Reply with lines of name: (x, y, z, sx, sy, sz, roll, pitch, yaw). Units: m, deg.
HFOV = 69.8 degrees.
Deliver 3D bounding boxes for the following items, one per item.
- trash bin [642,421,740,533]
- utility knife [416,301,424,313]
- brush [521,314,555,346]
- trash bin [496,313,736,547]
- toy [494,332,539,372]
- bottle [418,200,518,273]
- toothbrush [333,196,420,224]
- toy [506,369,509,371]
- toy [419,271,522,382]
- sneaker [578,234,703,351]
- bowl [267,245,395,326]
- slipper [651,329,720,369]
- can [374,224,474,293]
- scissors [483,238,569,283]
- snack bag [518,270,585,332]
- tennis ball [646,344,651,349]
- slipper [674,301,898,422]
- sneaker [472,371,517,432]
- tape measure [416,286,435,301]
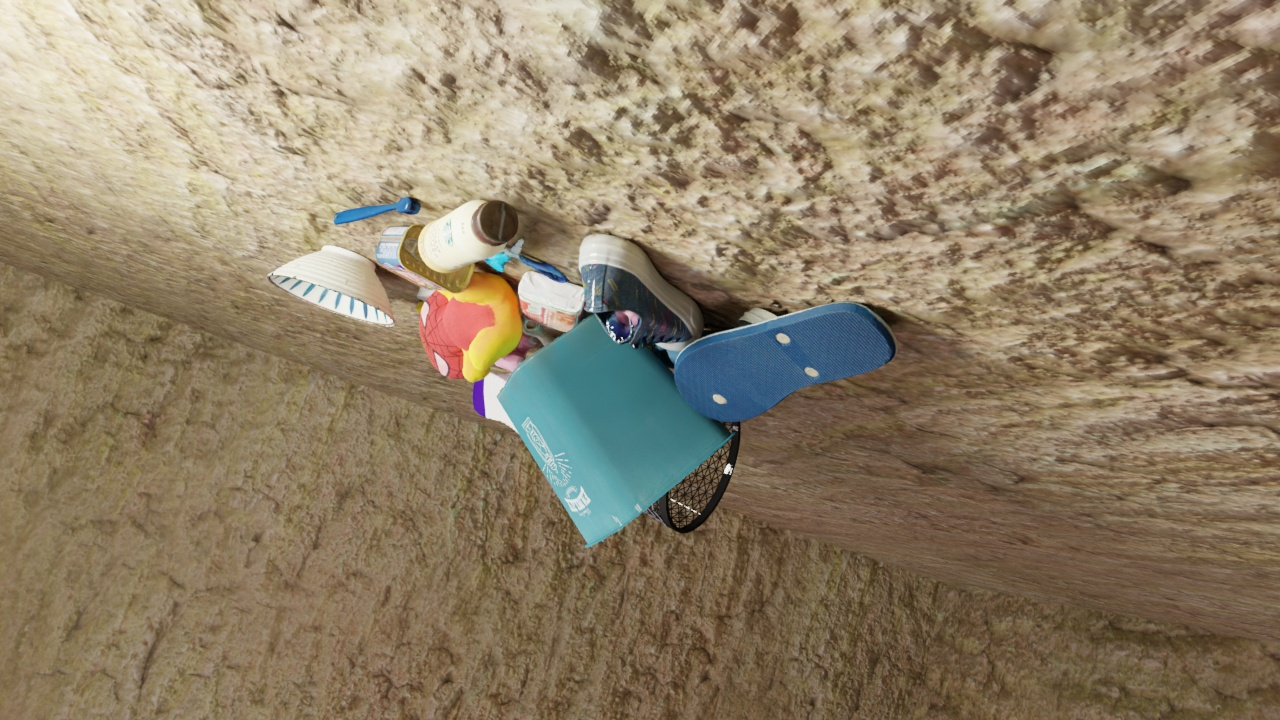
trash bin: (0.001, 0.131, 1.477, 0.243, 0.216, 0.217, 18, 170, 31)
utility knife: (-0.269, -0.074, 1.355, 0.203, 0.020, 0.028, 4, 164, 45)
brush: (-0.115, -0.015, 1.283, 0.077, 0.062, 0.272, 20, 170, 20)
trash bin: (-0.042, 0.075, 1.115, 0.218, 0.198, 0.197, 52, 153, 4)
toy: (-0.233, -0.030, 1.389, 0.123, 0.067, 0.158, 24, 171, -36)
bottle: (-0.168, -0.123, 0.898, 0.056, 0.056, 0.162, 24, 166, -27)
toothbrush: (-0.290, -0.161, 1.000, 0.017, 0.016, 0.190, 19, 170, -40)
toy: (-0.162, 0.014, 1.518, 0.112, 0.050, 0.087, 23, 167, -6)
toy: (-0.222, -0.044, 1.184, 0.098, 0.147, 0.217, -5, 178, -28)
sneaker: (-0.004, -0.046, 0.943, 0.087, 0.079, 0.235, 6, 164, 25)
bowl: (-0.412, -0.112, 1.262, 0.177, 0.070, 0.177, 16, 168, 3)
slipper: (0.098, 0.002, 1.072, 0.214, 0.059, 0.103, 1, 160, 43)
can: (-0.248, -0.116, 1.050, 0.059, 0.054, 0.099, 9, 165, 44)
scissors: (-0.133, -0.113, 1.005, 0.133, 0.014, 0.128, 24, 163, -10)
snack bag: (-0.105, -0.068, 1.102, 0.077, 0.036, 0.116, 17, 168, -1)
tennis ball: (-0.007, 0.007, 1.229, 0.065, 0.065, 0.065, 17, 168, 3)
slipper: (0.139, -0.010, 0.943, 0.118, 0.060, 0.296, 40, 146, -20)
sneaker: (-0.145, 0.065, 1.385, 0.111, 0.092, 0.245, 5, -177, -43)
tape measure: (-0.276, -0.088, 1.295, 0.060, 0.020, 0.062, 26, 165, -34)
